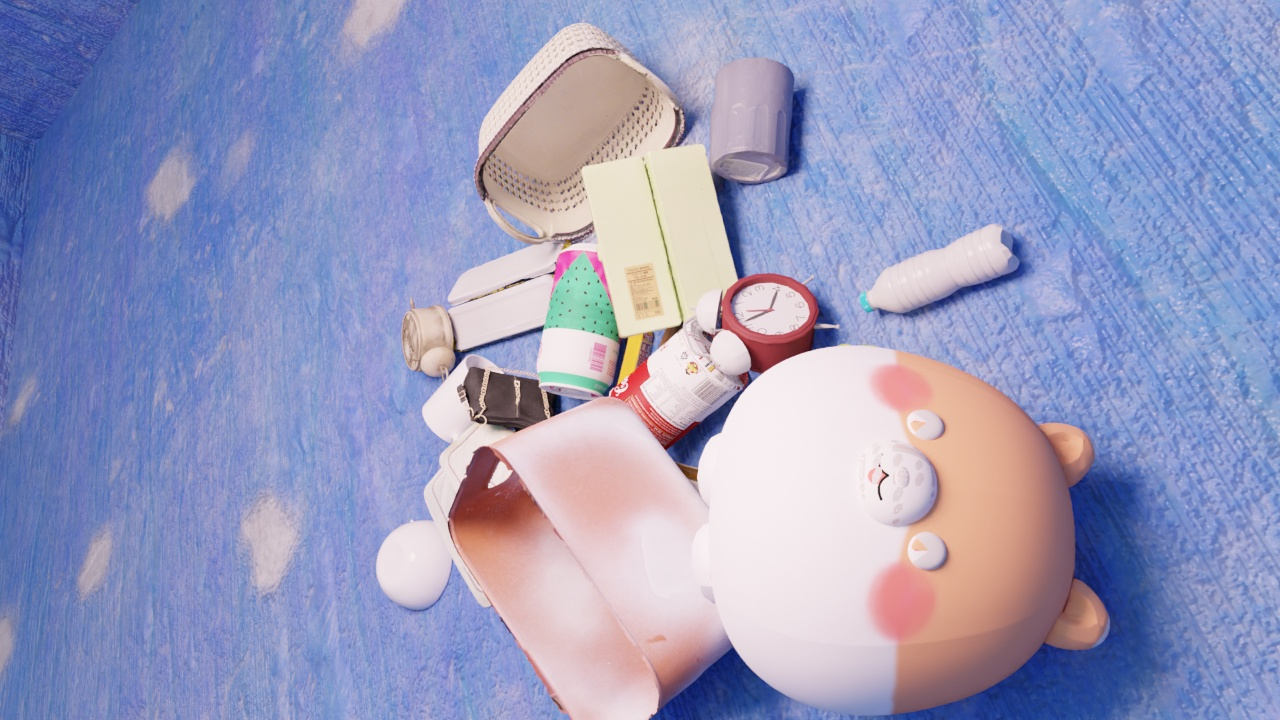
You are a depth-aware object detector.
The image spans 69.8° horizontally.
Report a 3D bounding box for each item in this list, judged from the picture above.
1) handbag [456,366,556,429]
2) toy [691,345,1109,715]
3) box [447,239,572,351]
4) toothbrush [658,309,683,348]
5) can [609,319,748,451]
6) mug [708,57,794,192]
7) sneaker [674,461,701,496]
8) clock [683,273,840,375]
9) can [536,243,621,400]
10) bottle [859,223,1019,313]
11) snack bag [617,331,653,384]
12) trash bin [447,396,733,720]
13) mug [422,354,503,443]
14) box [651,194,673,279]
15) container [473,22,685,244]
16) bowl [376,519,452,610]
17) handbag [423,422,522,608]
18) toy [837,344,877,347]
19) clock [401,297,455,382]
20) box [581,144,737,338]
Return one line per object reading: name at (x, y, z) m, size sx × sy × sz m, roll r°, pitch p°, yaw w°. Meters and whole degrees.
handbag at (-0.150, 0.052, 1.065) m, size 0.079 × 0.128 × 0.054 m, roll -104°, pitch 33°, yaw -48°
toy at (0.179, 0.119, 0.664) m, size 0.281 × 0.266 × 0.262 m, roll 0°, pitch 67°, yaw 16°
box at (-0.174, -0.087, 1.191) m, size 0.210 × 0.045 × 0.128 m, roll -15°, pitch 63°, yaw 38°
toothbrush at (0.024, -0.007, 1.004) m, size 0.016 × 0.016 × 0.167 m, roll 23°, pitch 90°, yaw 42°
can at (0.038, 0.027, 0.931) m, size 0.117 × 0.086 × 0.086 m, roll -41°, pitch 53°, yaw 23°
mug at (0.108, -0.246, 0.980) m, size 0.124 × 0.083 × 0.104 m, roll -22°, pitch 61°, yaw 61°
sneaker at (0.036, 0.144, 0.899) m, size 0.236 × 0.087 × 0.079 m, roll 11°, pitch 94°, yaw 44°
clock at (0.111, -0.034, 0.874) m, size 0.137 × 0.048 × 0.096 m, roll -11°, pitch 50°, yaw -7°
can at (-0.063, -0.044, 1.042) m, size 0.088 × 0.088 × 0.165 m, roll 1°, pitch 76°, yaw 41°
bottle at (0.258, -0.075, 0.806) m, size 0.137 × 0.044 × 0.044 m, roll -23°, pitch 61°, yaw 33°
snack bag at (-0.006, 0.006, 1.019) m, size 0.020 × 0.026 × 0.099 m, roll 8°, pitch 79°, yaw 36°
trash bin at (-0.032, 0.180, 0.823) m, size 0.259 × 0.157 × 0.182 m, roll 50°, pitch 140°, yaw 18°
mug at (-0.211, 0.062, 1.139) m, size 0.091 × 0.073 × 0.110 m, roll -46°, pitch 42°, yaw 19°
box at (0.017, -0.159, 1.014) m, size 0.084 × 0.094 × 0.165 m, roll -1°, pitch 84°, yaw 19°
container at (-0.081, -0.270, 1.080) m, size 0.252 × 0.184 × 0.143 m, roll -42°, pitch 43°, yaw 23°
bowl at (-0.295, 0.257, 1.163) m, size 0.115 × 0.050 × 0.114 m, roll -15°, pitch 66°, yaw 37°
handbag at (-0.154, 0.170, 1.042) m, size 0.142 × 0.096 × 0.198 m, roll -53°, pitch 47°, yaw 12°
toy at (0.208, 0.036, 0.813) m, size 0.118 × 0.043 × 0.092 m, roll 23°, pitch 89°, yaw 40°
clock at (-0.283, -0.017, 1.222) m, size 0.140 × 0.054 × 0.093 m, roll 53°, pitch 137°, yaw 42°
box at (0.022, -0.125, 0.950) m, size 0.030 × 0.138 × 0.187 m, roll 135°, pitch 124°, yaw -78°
